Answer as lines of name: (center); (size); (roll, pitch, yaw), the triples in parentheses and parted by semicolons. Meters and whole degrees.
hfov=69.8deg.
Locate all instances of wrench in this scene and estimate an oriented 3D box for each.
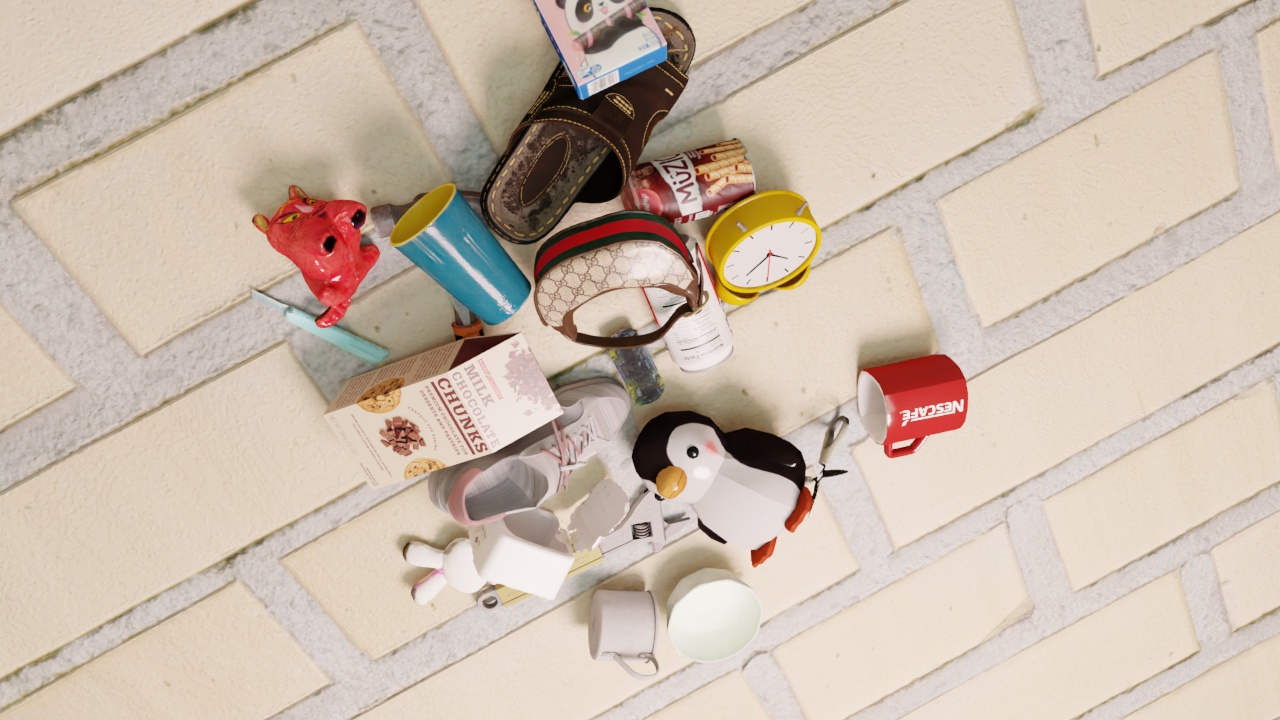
wrench: (-0.065, 0.221, 1.060); (0.273, 0.018, 0.084); (-24, 115, -3)

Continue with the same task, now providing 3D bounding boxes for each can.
can: (0.046, -0.058, 0.946); (0.070, 0.070, 0.132); (-25, 115, -3)

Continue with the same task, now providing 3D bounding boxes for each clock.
clock: (0.125, -0.109, 0.934); (0.113, 0.052, 0.152); (-17, 148, -6)

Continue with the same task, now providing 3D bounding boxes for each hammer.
hammer: (-0.159, -0.021, 0.935); (0.137, 0.035, 0.315); (-16, 115, -8)

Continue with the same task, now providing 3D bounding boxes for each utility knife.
utility knife: (-0.317, -0.032, 0.903); (0.141, 0.015, 0.022); (28, 121, -21)

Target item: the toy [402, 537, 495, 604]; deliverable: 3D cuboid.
toy: (-0.201, 0.230, 1.022); (0.122, 0.038, 0.079); (-3, 113, -4)

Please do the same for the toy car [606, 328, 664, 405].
toy car: (-0.006, 0.006, 0.983); (0.038, 0.027, 0.090); (-29, 114, -4)

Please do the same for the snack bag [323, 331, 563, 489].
snack bag: (-0.188, 0.043, 0.899); (0.207, 0.069, 0.094); (-18, 116, 15)

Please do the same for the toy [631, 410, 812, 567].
toy: (0.081, 0.115, 1.010); (0.184, 0.139, 0.159); (26, 128, -9)

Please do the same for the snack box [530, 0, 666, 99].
snack box: (-0.048, -0.317, 0.804); (0.088, 0.033, 0.154); (-26, 84, -3)

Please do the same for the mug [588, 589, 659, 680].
mug: (-0.018, 0.318, 1.059); (0.070, 0.113, 0.084); (5, 126, -13)

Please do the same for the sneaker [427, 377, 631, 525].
sneaker: (-0.096, 0.101, 0.940); (0.235, 0.089, 0.099); (-30, 124, -19)

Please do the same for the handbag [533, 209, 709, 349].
handbag: (-0.018, -0.070, 0.881); (0.167, 0.063, 0.138); (-16, 134, 11)

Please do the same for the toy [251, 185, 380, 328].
toy: (-0.304, -0.097, 0.865); (0.094, 0.087, 0.133); (20, 130, 14)

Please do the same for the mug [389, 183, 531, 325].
mug: (-0.161, -0.092, 0.847); (0.078, 0.078, 0.121); (-39, 122, 4)

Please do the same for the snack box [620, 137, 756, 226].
snack box: (0.045, -0.170, 0.901); (0.121, 0.072, 0.072); (-16, 114, -7)

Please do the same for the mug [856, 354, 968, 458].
mug: (0.309, 0.058, 1.050); (0.096, 0.080, 0.116); (-11, 120, -9)

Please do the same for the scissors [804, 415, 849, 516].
scissors: (0.195, 0.125, 1.027); (0.012, 0.170, 0.158); (37, 139, -3)

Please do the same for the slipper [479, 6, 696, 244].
slipper: (-0.044, -0.218, 0.846); (0.113, 0.076, 0.267); (41, 87, -24)

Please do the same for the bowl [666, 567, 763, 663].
bowl: (0.082, 0.297, 1.101); (0.117, 0.061, 0.117); (-5, 112, -12)

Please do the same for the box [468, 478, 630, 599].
box: (-0.088, 0.176, 0.989); (0.151, 0.107, 0.132); (23, 104, -23)
